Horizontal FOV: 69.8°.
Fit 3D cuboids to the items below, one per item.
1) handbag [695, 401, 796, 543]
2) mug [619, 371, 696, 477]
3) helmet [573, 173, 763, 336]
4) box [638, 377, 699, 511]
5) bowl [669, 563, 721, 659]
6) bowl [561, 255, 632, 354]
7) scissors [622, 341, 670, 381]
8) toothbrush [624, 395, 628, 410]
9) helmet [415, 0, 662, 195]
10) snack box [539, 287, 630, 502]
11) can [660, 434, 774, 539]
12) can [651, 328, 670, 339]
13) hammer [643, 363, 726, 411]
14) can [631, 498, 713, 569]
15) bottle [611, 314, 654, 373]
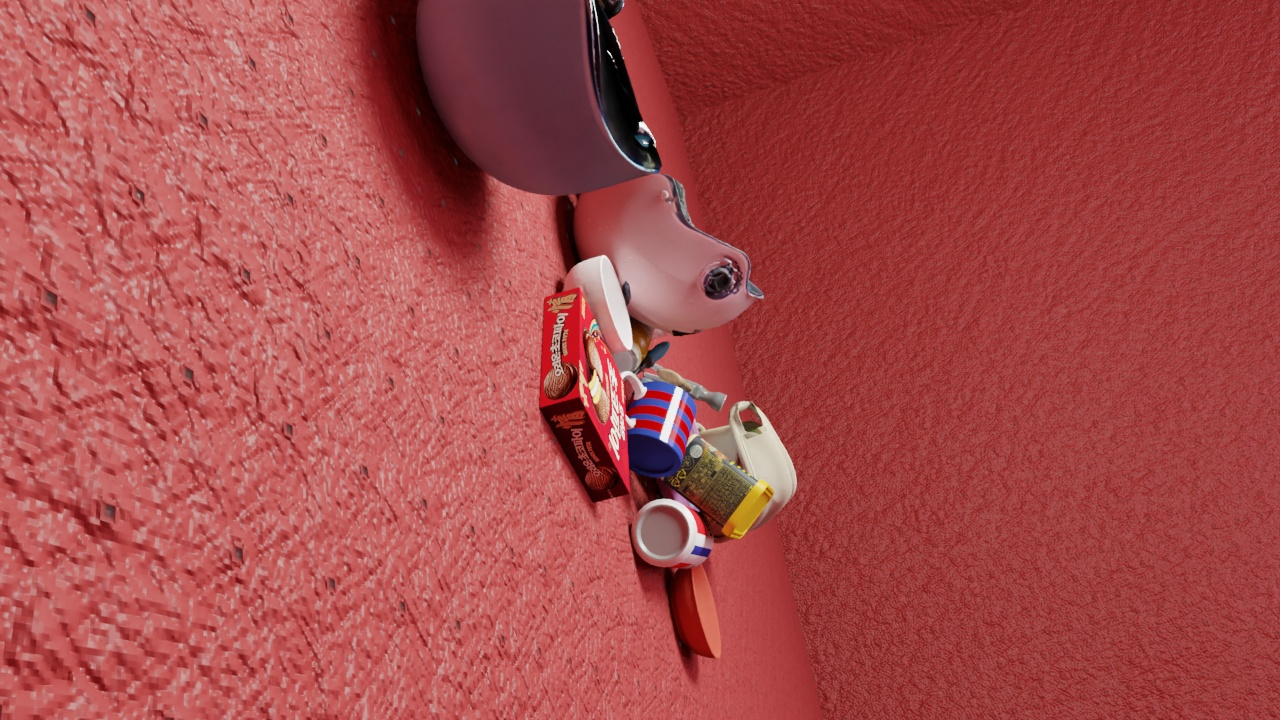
[{"bbox_3d":[0.113,0.168,1.292,0.184,0.131,0.230,65,-26,3],"label":"handbag"},{"bbox_3d":[0.005,0.064,0.991,0.112,0.075,0.076,46,44,-28],"label":"mug"},{"bbox_3d":[0.024,-0.122,1.083,0.255,0.152,0.230,37,6,-36],"label":"helmet"},{"bbox_3d":[0.031,0.115,1.168,0.092,0.089,0.214,29,-23,30],"label":"box"},{"bbox_3d":[0.063,0.297,1.092,0.122,0.035,0.122,-15,89,-80],"label":"bowl"},{"bbox_3d":[-0.049,-0.054,0.961,0.105,0.054,0.105,-13,89,-81],"label":"bowl"},{"bbox_3d":[0.000,0.002,1.144,0.150,0.121,0.019,-34,97,-37],"label":"scissors"},{"bbox_3d":[-0.019,0.063,1.048,0.135,0.021,0.016,66,2,-50],"label":"toothbrush"},{"bbox_3d":[-0.084,-0.248,0.719,0.226,0.167,0.265,67,14,-47],"label":"helmet"},{"bbox_3d":[-0.051,0.031,0.864,0.151,0.036,0.133,-94,165,-48],"label":"snack box"},{"bbox_3d":[0.090,0.146,1.058,0.101,0.072,0.131,37,-3,17],"label":"can"},{"bbox_3d":[0.028,-0.068,1.347,0.067,0.076,0.067,-15,89,-81],"label":"can"},{"bbox_3d":[0.049,0.032,1.182,0.331,0.119,0.031,17,97,-83],"label":"hammer"},{"bbox_3d":[0.038,0.193,1.011,0.132,0.070,0.070,45,31,-71],"label":"can"},{"bbox_3d":[-0.013,-0.027,1.113,0.186,0.053,0.053,-74,147,-72],"label":"bottle"}]
